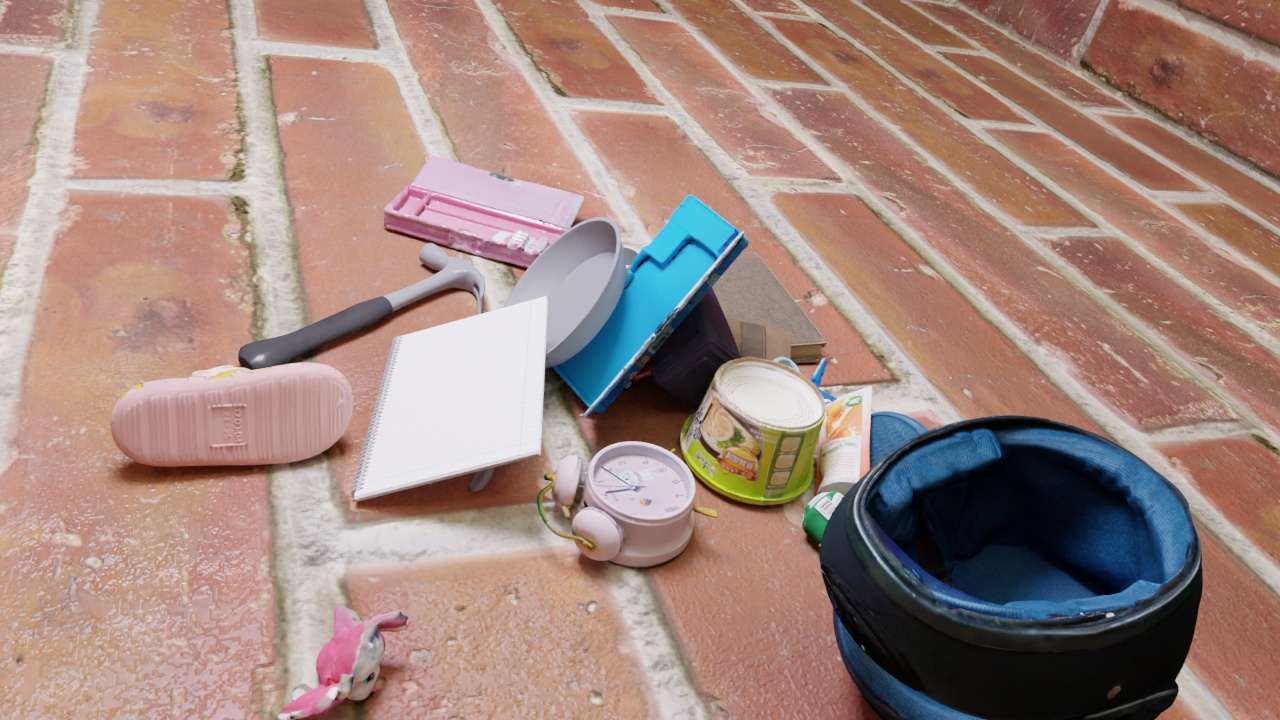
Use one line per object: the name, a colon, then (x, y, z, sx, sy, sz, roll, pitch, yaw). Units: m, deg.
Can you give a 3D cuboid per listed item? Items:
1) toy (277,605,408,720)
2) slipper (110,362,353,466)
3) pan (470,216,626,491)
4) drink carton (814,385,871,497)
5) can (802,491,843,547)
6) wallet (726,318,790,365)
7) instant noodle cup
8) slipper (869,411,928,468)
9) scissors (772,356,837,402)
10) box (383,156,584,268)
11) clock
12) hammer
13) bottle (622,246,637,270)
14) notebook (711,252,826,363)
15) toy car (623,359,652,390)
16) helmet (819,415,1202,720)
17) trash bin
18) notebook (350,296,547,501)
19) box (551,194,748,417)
toy: (-0.215, 0.226, 0.665, 0.066, 0.050, 0.102, -10, 28, 29)
slipper: (-0.364, 0.045, 0.828, 0.197, 0.093, 0.081, -7, 21, -26)
pan: (-0.104, -0.009, 0.964, 0.051, 0.201, 0.355, 38, 48, -30)
drink carton: (0.213, 0.085, 0.965, 0.039, 0.069, 0.122, 34, 50, -29)
can: (0.202, 0.172, 0.878, 0.053, 0.053, 0.101, -17, 46, -37)
wallet: (0.128, 0.006, 1.070, 0.098, 0.027, 0.120, 12, 56, -9)
instant noodle cup: (0.120, 0.068, 0.950, 0.146, 0.098, 0.146, 10, 36, -7)
slipper: (0.295, 0.130, 0.929, 0.059, 0.104, 0.214, -1, 34, -43)
scissors: (0.192, 0.032, 1.062, 0.127, 0.015, 0.125, 49, 44, -14)
box: (-0.207, -0.199, 1.244, 0.233, 0.039, 0.178, 17, 39, 3)
clock: (-0.020, 0.131, 0.847, 0.157, 0.059, 0.116, -6, 40, -26)
hammer: (-0.299, -0.052, 1.021, 0.125, 0.030, 0.309, 32, 39, 23)
bottle: (-0.021, -0.109, 1.163, 0.060, 0.060, 0.108, 7, 22, -11)
notebook: (0.110, -0.071, 1.190, 0.190, 0.035, 0.215, -3, 40, -22)
toy car: (-0.006, 0.006, 1.050, 0.089, 0.025, 0.038, -22, 50, -40)
helmet: (0.268, 0.194, 0.714, 0.315, 0.236, 0.249, -12, 43, -30)
trash bin: (0.049, -0.036, 1.035, 0.092, 0.094, 0.160, 36, 26, -40)
notebook: (-0.178, 0.029, 0.897, 0.178, 0.013, 0.245, -15, 37, 7)
box: (0.018, -0.047, 0.958, 0.071, 0.244, 0.170, 38, 7, -27)
